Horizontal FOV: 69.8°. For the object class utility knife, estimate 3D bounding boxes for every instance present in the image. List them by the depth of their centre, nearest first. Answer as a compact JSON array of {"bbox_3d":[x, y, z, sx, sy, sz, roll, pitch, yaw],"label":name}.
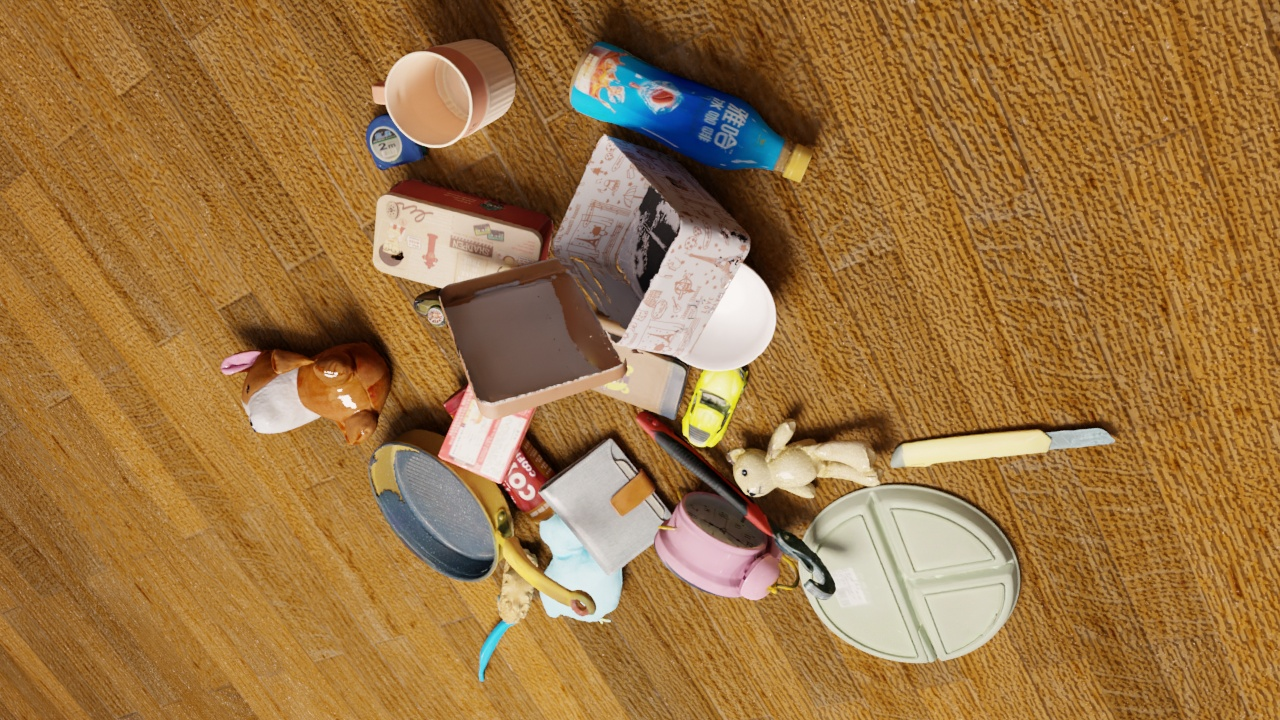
[{"bbox_3d":[0.345,0.084,0.889,0.205,0.021,0.031,-7,117,28],"label":"utility knife"}]

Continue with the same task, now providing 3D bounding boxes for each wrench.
[{"bbox_3d":[0.099,0.147,0.963,0.273,0.056,0.016,43,114,11],"label":"wrench"}]

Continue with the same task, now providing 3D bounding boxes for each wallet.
[{"bbox_3d":[-0.006,0.006,0.958,0.115,0.033,0.090,20,121,12],"label":"wallet"},{"bbox_3d":[-0.033,0.163,1.021,0.106,0.037,0.130,-37,104,0],"label":"wallet"}]

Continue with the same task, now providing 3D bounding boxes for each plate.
[{"bbox_3d":[0.283,0.235,0.980,0.230,0.027,0.230,7,117,15],"label":"plate"}]

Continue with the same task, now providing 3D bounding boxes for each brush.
[{"bbox_3d":[-0.176,0.331,1.158,0.046,0.083,0.255,13,130,-14],"label":"brush"}]

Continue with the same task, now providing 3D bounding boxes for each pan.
[{"bbox_3d":[-0.177,0.195,1.024,0.358,0.078,0.198,14,127,31],"label":"pan"}]

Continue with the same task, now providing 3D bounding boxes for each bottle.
[{"bbox_3d":[0.046,-0.212,0.811,0.219,0.065,0.065,24,120,5],"label":"bottle"},{"bbox_3d":[-0.153,0.104,1.038,0.058,0.057,0.175,-32,103,28],"label":"bottle"}]

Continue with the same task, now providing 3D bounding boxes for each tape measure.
[{"bbox_3d":[-0.247,-0.222,0.925,0.058,0.025,0.054,-10,110,18],"label":"tape measure"}]

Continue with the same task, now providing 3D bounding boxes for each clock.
[{"bbox_3d":[0.095,0.200,0.975,0.158,0.117,0.060,27,109,5],"label":"clock"}]

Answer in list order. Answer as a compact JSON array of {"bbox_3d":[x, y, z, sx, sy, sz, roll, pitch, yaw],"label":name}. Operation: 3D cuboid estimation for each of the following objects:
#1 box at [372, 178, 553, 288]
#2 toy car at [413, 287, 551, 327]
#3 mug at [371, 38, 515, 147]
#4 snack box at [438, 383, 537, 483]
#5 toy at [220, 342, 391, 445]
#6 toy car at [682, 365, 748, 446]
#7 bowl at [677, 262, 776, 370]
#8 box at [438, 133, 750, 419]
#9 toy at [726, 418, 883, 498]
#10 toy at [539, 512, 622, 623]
[{"bbox_3d":[-0.177,-0.121,0.933,0.168,0.076,0.091,15,118,3],"label":"box"},{"bbox_3d":[-0.161,-0.050,0.957,0.158,0.070,0.042,15,114,10],"label":"toy car"},{"bbox_3d":[-0.185,-0.249,0.844,0.115,0.105,0.082,5,117,16],"label":"mug"},{"bbox_3d":[-0.152,0.048,0.987,0.075,0.025,0.153,23,91,4],"label":"snack box"},{"bbox_3d":[-0.387,0.041,1.055,0.200,0.130,0.140,2,122,28],"label":"toy"},{"bbox_3d":[0.075,0.044,0.950,0.048,0.032,0.105,23,119,6],"label":"toy car"},{"bbox_3d":[0.075,-0.057,0.880,0.118,0.064,0.118,7,118,14],"label":"bowl"},{"bbox_3d":[-0.044,-0.067,0.816,0.271,0.179,0.134,-38,135,6],"label":"box"},{"bbox_3d":[0.167,0.110,0.932,0.157,0.066,0.105,-7,130,29],"label":"toy"},{"bbox_3d":[-0.070,0.244,1.087,0.162,0.049,0.156,-35,91,25],"label":"toy"}]
